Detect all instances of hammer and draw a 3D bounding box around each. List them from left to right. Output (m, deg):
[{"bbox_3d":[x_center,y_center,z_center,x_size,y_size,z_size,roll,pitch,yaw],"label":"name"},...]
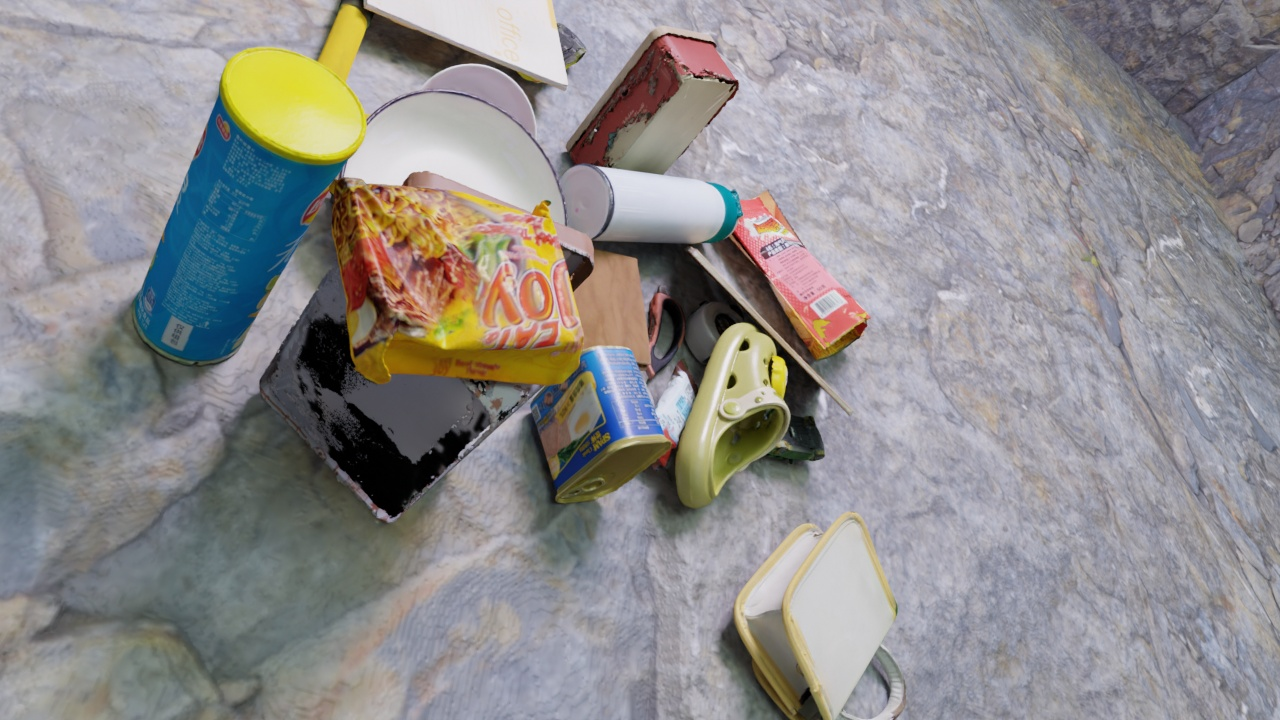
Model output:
[{"bbox_3d":[-0.251,-0.298,0.803,0.128,0.033,0.300,25,47,-27],"label":"hammer"}]

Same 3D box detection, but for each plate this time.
[{"bbox_3d":[-0.147,-0.112,0.719,0.192,0.039,0.192,5,82,-36],"label":"plate"}]

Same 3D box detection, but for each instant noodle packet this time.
[{"bbox_3d":[-0.091,-0.041,0.480,0.128,0.044,0.110,1,67,-38],"label":"instant noodle packet"}]

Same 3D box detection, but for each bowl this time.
[{"bbox_3d":[-0.154,-0.193,0.776,0.118,0.118,0.065,9,17,-37],"label":"bowl"}]

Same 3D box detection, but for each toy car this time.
[{"bbox_3d":[-0.096,-0.317,0.953,0.048,0.032,0.105,43,43,-6],"label":"toy car"},{"bbox_3d":[0.137,0.073,0.868,0.091,0.036,0.043,11,53,-34],"label":"toy car"}]

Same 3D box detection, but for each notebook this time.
[{"bbox_3d":[-0.166,-0.345,0.878,0.206,0.010,0.145,13,53,-35],"label":"notebook"},{"bbox_3d":[0.120,-0.035,0.895,0.207,0.008,0.147,45,6,-7],"label":"notebook"}]

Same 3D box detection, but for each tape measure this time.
[{"bbox_3d":[0.075,-0.024,0.888,0.066,0.034,0.065,10,53,-39],"label":"tape measure"}]

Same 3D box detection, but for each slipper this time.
[{"bbox_3d":[0.089,0.051,0.793,0.082,0.092,0.190,12,48,19],"label":"slipper"}]

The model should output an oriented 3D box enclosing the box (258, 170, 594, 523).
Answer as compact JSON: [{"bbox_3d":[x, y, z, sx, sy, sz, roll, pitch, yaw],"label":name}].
[{"bbox_3d":[-0.129,-0.020,0.597,0.150,0.182,0.165,49,45,-2],"label":"box"}]

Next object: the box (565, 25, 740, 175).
[{"bbox_3d":[0.011,-0.225,0.876,0.091,0.169,0.078,-10,65,-45],"label":"box"}]

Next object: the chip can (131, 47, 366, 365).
[{"bbox_3d":[-0.230,-0.078,0.524,0.071,0.211,0.071,22,48,-28],"label":"chip can"}]

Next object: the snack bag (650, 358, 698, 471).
[{"bbox_3d":[0.025,0.045,0.779,0.048,0.026,0.103,61,35,-26],"label":"snack bag"}]

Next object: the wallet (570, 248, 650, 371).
[{"bbox_3d":[-0.040,-0.050,0.793,0.101,0.020,0.115,9,58,-35],"label":"wallet"}]

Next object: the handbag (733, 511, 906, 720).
[{"bbox_3d":[0.160,0.236,0.763,0.162,0.063,0.179,-34,100,-49],"label":"handbag"}]

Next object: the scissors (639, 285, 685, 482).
[{"bbox_3d":[-0.007,0.002,0.811,0.188,0.015,0.225,-19,75,-47],"label":"scissors"}]

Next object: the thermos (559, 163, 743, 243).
[{"bbox_3d":[0.015,-0.144,0.878,0.223,0.073,0.073,-8,66,-52],"label":"thermos"}]

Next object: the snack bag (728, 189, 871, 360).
[{"bbox_3d":[0.163,-0.102,1.005,0.128,0.073,0.208,-18,68,-51],"label":"snack bag"}]

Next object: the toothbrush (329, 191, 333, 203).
[{"bbox_3d":[-0.163,-0.104,0.753,0.189,0.014,0.016,18,51,-33],"label":"toothbrush"}]

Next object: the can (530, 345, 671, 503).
[{"bbox_3d":[-0.033,0.048,0.688,0.057,0.102,0.083,1,59,-40],"label":"can"}]
